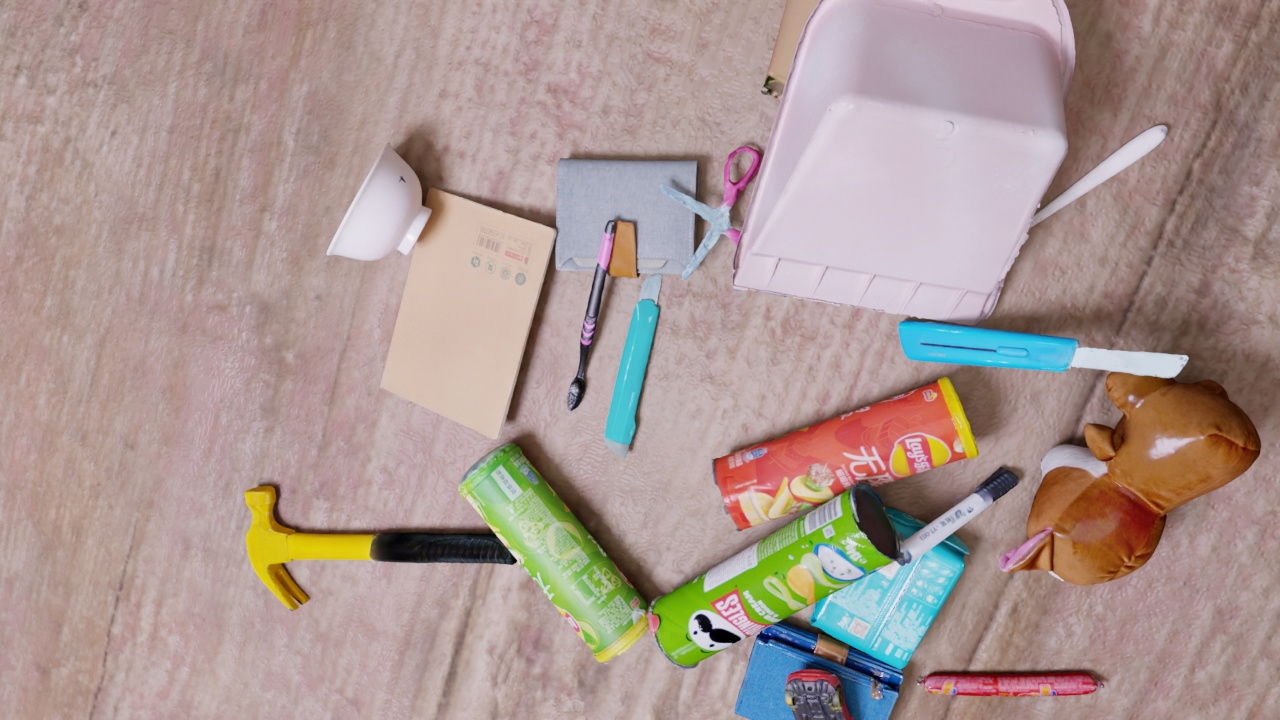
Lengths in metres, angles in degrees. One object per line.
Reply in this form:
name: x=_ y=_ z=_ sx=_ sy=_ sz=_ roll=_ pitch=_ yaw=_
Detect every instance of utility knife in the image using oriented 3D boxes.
utility knife: x=-0.005 y=0.005 z=0.854 sx=0.029 sy=0.013 sz=0.176 roll=15 pitch=98 yaw=9
utility knife: x=0.306 y=-0.008 z=0.721 sx=0.219 sy=0.018 sz=0.034 roll=7 pitch=102 yaw=41

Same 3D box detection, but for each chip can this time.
chip can: x=0.111 y=0.189 z=0.792 sx=0.237 sy=0.072 sz=0.072 roll=-38 pitch=87 yaw=29
chip can: x=0.173 y=0.083 z=0.791 sx=0.217 sy=0.073 sz=0.073 roll=-21 pitch=92 yaw=17
chip can: x=-0.081 y=0.178 z=0.867 sx=0.073 sy=0.072 sz=0.221 roll=-41 pitch=87 yaw=16

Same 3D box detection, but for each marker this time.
marker: x=0.264 y=0.130 z=0.771 sx=0.130 sy=0.018 sz=0.022 roll=-30 pitch=55 yaw=-14

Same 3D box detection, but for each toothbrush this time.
toothbrush: x=-0.046 y=-0.037 z=0.838 sx=0.014 sy=0.017 sz=0.189 roll=16 pitch=113 yaw=7
toothbrush: x=0.345 y=-0.131 z=0.745 sx=0.180 sy=0.016 sz=0.016 roll=-37 pitch=90 yaw=16

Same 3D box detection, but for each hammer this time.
hammer: x=-0.268 y=0.191 z=0.936 sx=0.301 sy=0.032 sz=0.129 roll=-3 pitch=97 yaw=15

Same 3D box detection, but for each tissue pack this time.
tissue pack: x=0.216 y=0.199 z=0.806 sx=0.093 sy=0.050 sz=0.133 roll=27 pitch=103 yaw=8

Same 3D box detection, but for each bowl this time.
bowl: x=-0.234 y=-0.135 z=0.853 sx=0.064 sy=0.118 sz=0.118 roll=29 pitch=105 yaw=-17

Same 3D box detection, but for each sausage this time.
sausage: x=0.323 y=0.286 z=0.808 sx=0.156 sy=0.020 sz=0.020 roll=-6 pitch=96 yaw=15

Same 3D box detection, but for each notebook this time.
notebook: x=-0.169 y=-0.046 z=0.877 sx=0.148 sy=0.008 sz=0.208 roll=21 pitch=102 yaw=22

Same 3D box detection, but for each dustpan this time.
dustpan: x=0.209 y=-0.167 z=0.709 sx=0.222 sy=0.274 sz=0.138 roll=11 pitch=57 yaw=-5

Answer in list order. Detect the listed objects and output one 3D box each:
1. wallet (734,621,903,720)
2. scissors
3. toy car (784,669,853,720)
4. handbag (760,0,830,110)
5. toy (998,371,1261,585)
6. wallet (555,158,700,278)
wallet: x=0.161 y=0.303 z=0.842 sx=0.133 sy=0.040 sz=0.106 roll=18 pitch=110 yaw=11
scissors: x=0.076 y=-0.123 z=0.800 sx=0.133 sy=0.017 sz=0.134 roll=29 pitch=90 yaw=-10
toy car: x=0.161 y=0.312 z=0.807 sx=0.049 sy=0.031 sz=0.106 roll=-8 pitch=120 yaw=25
handbag: x=0.186 y=-0.275 z=0.721 sx=0.148 sy=0.099 sz=0.205 roll=15 pitch=102 yaw=6
toy: x=0.371 y=0.095 z=0.719 sx=0.140 sy=0.130 sz=0.200 roll=16 pitch=110 yaw=-24
wallet: x=-0.014 y=-0.128 z=0.826 sx=0.130 sy=0.037 sz=0.106 roll=4 pitch=98 yaw=14
